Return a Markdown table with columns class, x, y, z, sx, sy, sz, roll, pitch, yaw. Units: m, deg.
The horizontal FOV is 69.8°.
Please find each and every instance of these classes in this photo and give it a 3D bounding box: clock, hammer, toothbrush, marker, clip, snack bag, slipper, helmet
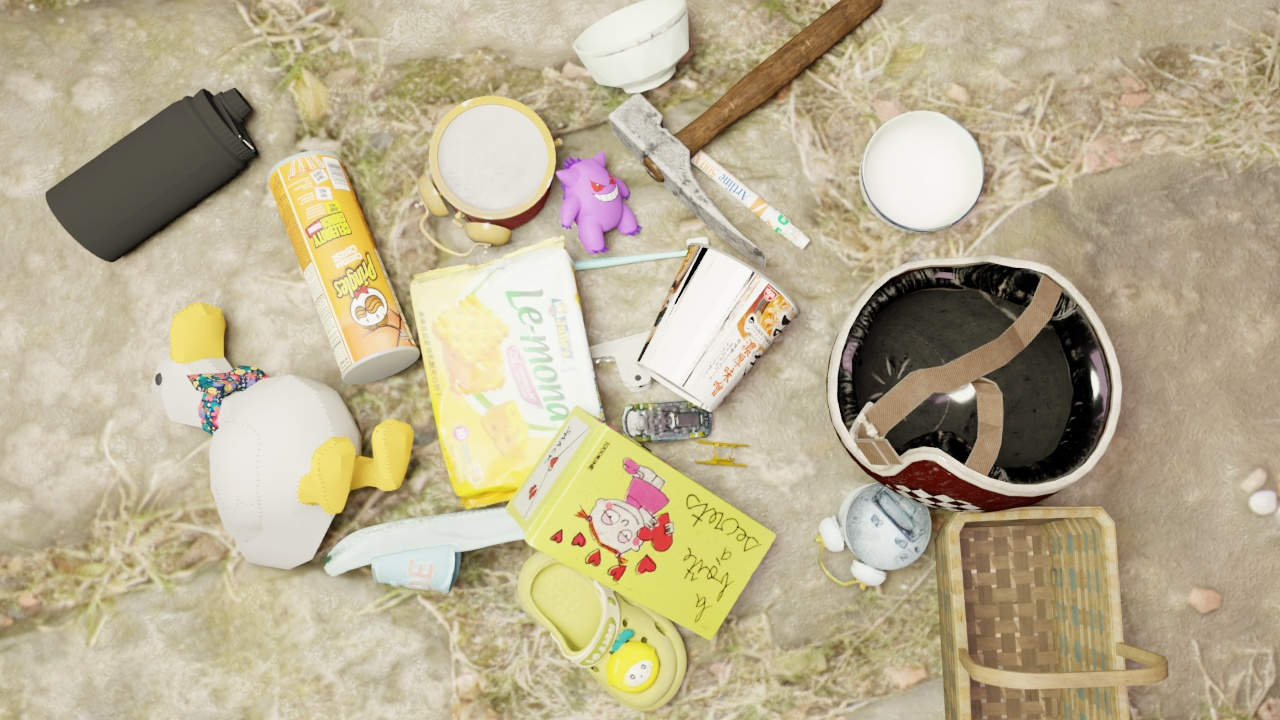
| class | x | y | z | sx | sy | sz | roll | pitch | yaw |
| --- | --- | --- | --- | --- | --- | --- | --- | --- | --- |
| clock | -0.151 | -0.173 | 0.896 | 0.117 | 0.081 | 0.158 | 34 | 84 | -2 |
| hammer | 0.148 | -0.252 | 0.903 | 0.300 | 0.037 | 0.217 | -40 | 71 | -7 |
| toothbrush | -0.019 | -0.103 | 0.924 | 0.180 | 0.016 | 0.016 | -9 | 89 | -1 |
| marker | 0.111 | -0.162 | 0.926 | 0.145 | 0.017 | 0.017 | 40 | 87 | 3 |
| clip | 0.081 | 0.087 | 0.896 | 0.054 | 0.050 | 0.044 | 6 | 51 | 2 |
| snack bag | -0.120 | 0.016 | 0.881 | 0.160 | 0.068 | 0.247 | -11 | 90 | 4 |
| slipper | -0.174 | 0.180 | 0.864 | 0.245 | 0.104 | 0.074 | -8 | 83 | -5 |
| helmet | 0.275 | 0.026 | 0.790 | 0.234 | 0.254 | 0.233 | 29 | 78 | -12 |
| clip | -0.006 | 0.004 | 0.918 | 0.102 | 0.046 | 0.056 | -15 | 82 | 0 |
| slipper | -0.037 | 0.252 | 0.868 | 0.190 | 0.081 | 0.091 | 41 | 84 | 6 |
| clock | 0.222 | 0.166 | 0.882 | 0.117 | 0.057 | 0.083 | -43 | 87 | -3 |

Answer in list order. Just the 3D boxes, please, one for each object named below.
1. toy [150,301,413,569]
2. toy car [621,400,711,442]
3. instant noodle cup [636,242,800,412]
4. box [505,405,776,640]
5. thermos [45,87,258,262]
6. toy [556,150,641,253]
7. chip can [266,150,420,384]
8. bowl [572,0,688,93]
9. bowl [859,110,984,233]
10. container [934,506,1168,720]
| class | x | y | z | sx | sy | sz | roll | pitch | yaw |
| --- | --- | --- | --- | --- | --- | --- | --- | --- | --- |
| toy | -0.352 | 0.079 | 0.860 | 0.268 | 0.140 | 0.247 | 10 | 104 | 25 |
| toy car | 0.025 | 0.060 | 0.905 | 0.089 | 0.027 | 0.038 | -3 | 86 | -5 |
| instant noodle cup | 0.065 | -0.025 | 0.861 | 0.123 | 0.123 | 0.121 | 33 | 85 | 3 |
| box | 0.005 | 0.148 | 0.827 | 0.221 | 0.082 | 0.124 | 38 | 86 | -26 |
| thermos | -0.464 | -0.189 | 0.898 | 0.198 | 0.086 | 0.086 | -36 | 86 | -2 |
| toy | -0.048 | -0.157 | 0.900 | 0.056 | 0.105 | 0.088 | 5 | 119 | 39 |
| chip can | -0.286 | -0.090 | 0.882 | 0.075 | 0.075 | 0.215 | -24 | 79 | -1 |
| bowl | -0.001 | -0.303 | 0.900 | 0.117 | 0.117 | 0.061 | -26 | 123 | -2 |
| bowl | 0.269 | -0.179 | 0.903 | 0.118 | 0.062 | 0.118 | 0 | 86 | 0 |
| container | 0.350 | 0.255 | 0.809 | 0.157 | 0.186 | 0.250 | -2 | 86 | 0 |
